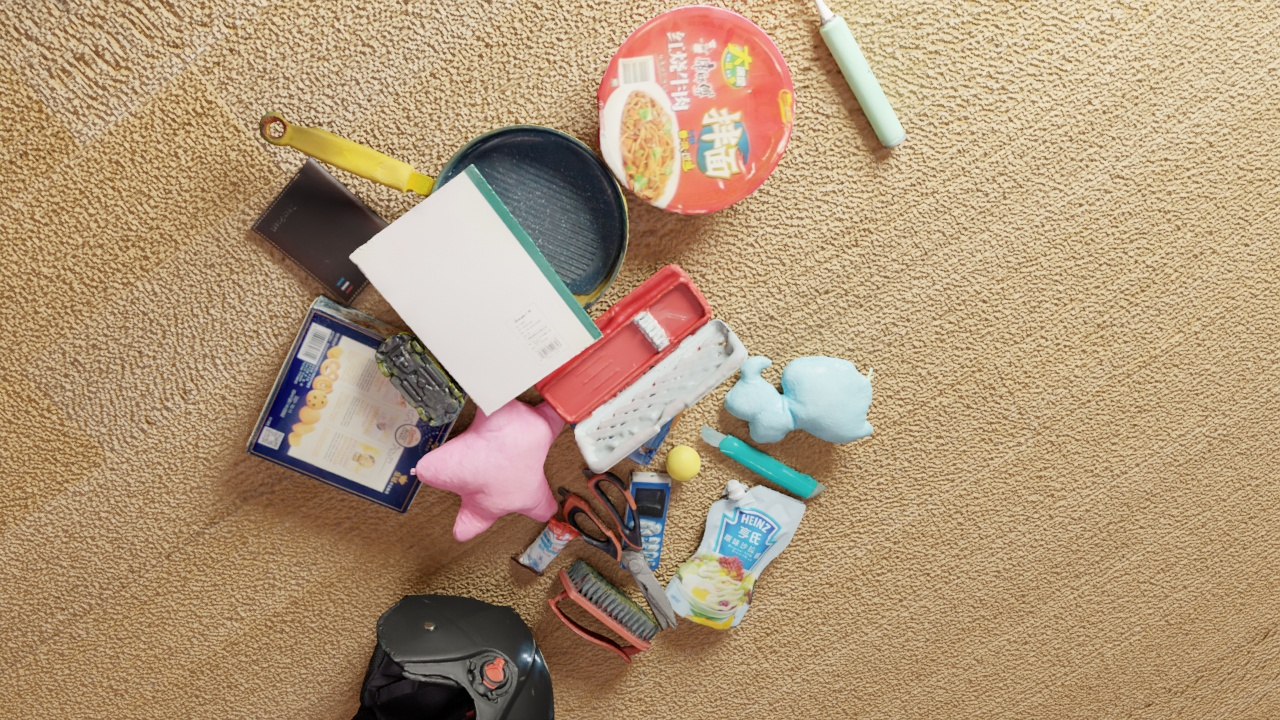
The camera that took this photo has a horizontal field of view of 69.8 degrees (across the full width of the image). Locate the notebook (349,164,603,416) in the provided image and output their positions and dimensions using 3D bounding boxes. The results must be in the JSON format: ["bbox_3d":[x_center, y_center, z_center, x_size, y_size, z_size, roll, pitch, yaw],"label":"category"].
[{"bbox_3d":[-0.156,-0.062,0.892,0.150,0.012,0.209,-34,109,9],"label":"notebook"}]

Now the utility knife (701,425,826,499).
[{"bbox_3d":[0.143,0.120,1.080,0.179,0.013,0.029,30,101,-18],"label":"utility knife"}]

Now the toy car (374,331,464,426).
[{"bbox_3d":[-0.221,0.018,0.928,0.048,0.032,0.105,-36,105,4],"label":"toy car"}]

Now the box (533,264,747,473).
[{"bbox_3d":[-0.001,0.009,0.955,0.201,0.073,0.154,-38,71,6],"label":"box"}]

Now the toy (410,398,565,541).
[{"bbox_3d":[-0.159,0.101,0.988,0.178,0.075,0.195,-4,111,-33],"label":"toy"}]

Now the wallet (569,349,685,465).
[{"bbox_3d":[-0.002,0.040,1.015,0.106,0.040,0.133,28,102,-11],"label":"wallet"}]

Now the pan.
[{"bbox_3d":[-0.184,-0.158,0.887,0.357,0.078,0.198,22,100,-5],"label":"pan"}]

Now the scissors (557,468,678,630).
[{"bbox_3d":[-0.025,0.229,1.075,0.192,0.015,0.207,13,111,6],"label":"scissors"}]

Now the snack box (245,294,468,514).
[{"bbox_3d":[-0.294,0.050,0.973,0.182,0.045,0.178,26,104,-17],"label":"snack box"}]

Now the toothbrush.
[{"bbox_3d":[0.204,-0.309,0.916,0.224,0.027,0.027,53,57,-22],"label":"toothbrush"}]

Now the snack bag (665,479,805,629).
[{"bbox_3d":[0.112,0.234,1.108,0.110,0.038,0.191,26,105,-6],"label":"snack bag"}]

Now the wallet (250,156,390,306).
[{"bbox_3d":[-0.311,-0.127,0.918,0.122,0.020,0.096,42,100,-18],"label":"wallet"}]

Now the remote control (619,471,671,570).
[{"bbox_3d":[0.004,0.190,1.081,0.049,0.024,0.125,4,111,-10],"label":"remote control"}]

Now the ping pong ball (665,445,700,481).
[{"bbox_3d":[0.049,0.118,1.051,0.040,0.040,0.040,-3,111,-7],"label":"ping pong ball"}]

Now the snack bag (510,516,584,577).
[{"bbox_3d":[-0.108,0.216,1.065,0.048,0.026,0.104,34,121,-18],"label":"snack bag"}]

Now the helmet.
[{"bbox_3d":[-0.203,0.384,1.001,0.229,0.274,0.234,4,122,-38],"label":"helmet"}]

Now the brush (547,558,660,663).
[{"bbox_3d":[-0.042,0.307,1.100,0.146,0.063,0.069,43,88,-22],"label":"brush"}]

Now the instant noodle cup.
[{"bbox_3d":[0.049,-0.245,0.898,0.193,0.065,0.194,-3,112,-8],"label":"instant noodle cup"}]

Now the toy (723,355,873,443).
[{"bbox_3d":[0.188,0.044,1.038,0.156,0.049,0.161,-38,104,15],"label":"toy"}]
